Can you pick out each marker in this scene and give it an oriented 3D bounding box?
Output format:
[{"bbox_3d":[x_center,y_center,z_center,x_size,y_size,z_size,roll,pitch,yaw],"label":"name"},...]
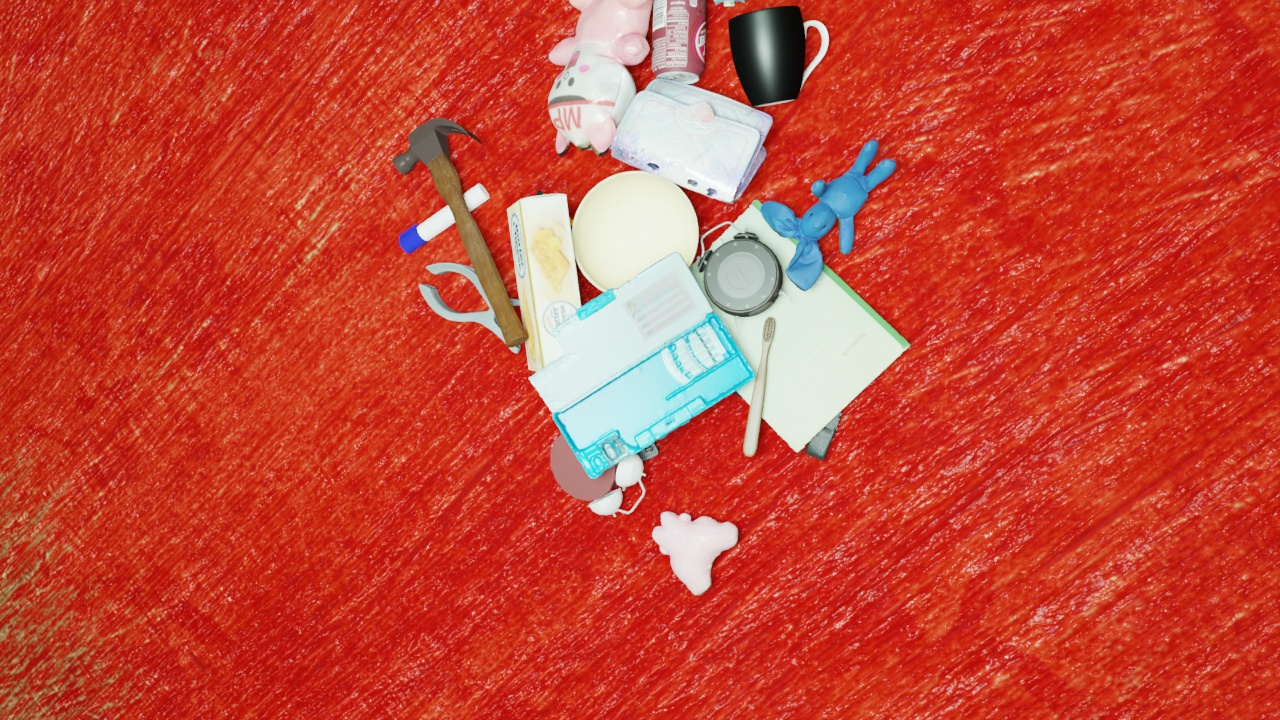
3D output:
[{"bbox_3d":[-0.258,-0.186,1.200,0.133,0.023,0.027,-32,62,13],"label":"marker"}]

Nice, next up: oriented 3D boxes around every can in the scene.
[{"bbox_3d":[0.046,-0.393,1.093,0.063,0.063,0.114,2,92,15],"label":"can"}]

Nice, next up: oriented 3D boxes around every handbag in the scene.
[{"bbox_3d":[0.061,-0.255,1.058,0.158,0.069,0.126,24,55,11],"label":"handbag"}]

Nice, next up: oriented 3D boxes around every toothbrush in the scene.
[{"bbox_3d":[0.140,0.031,1.077,0.016,0.016,0.167,9,89,15],"label":"toothbrush"}]

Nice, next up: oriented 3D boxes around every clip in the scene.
[{"bbox_3d":[-0.218,-0.061,1.193,0.163,0.028,0.107,22,99,14],"label":"clip"}]

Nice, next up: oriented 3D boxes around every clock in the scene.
[{"bbox_3d":[0.119,-0.101,1.077,0.091,0.043,0.122,-30,78,11],"label":"clock"},{"bbox_3d":[-0.053,0.130,1.131,0.137,0.048,0.096,41,117,14],"label":"clock"}]

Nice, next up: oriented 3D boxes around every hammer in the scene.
[{"bbox_3d":[0.088,0.016,1.120,0.325,0.015,0.095,22,96,14],"label":"hammer"},{"bbox_3d":[-0.213,-0.163,1.150,0.115,0.033,0.322,-30,74,16],"label":"hammer"}]

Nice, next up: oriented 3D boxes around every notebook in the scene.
[{"bbox_3d":[0.162,-0.043,1.090,0.182,0.010,0.252,-45,77,8],"label":"notebook"}]

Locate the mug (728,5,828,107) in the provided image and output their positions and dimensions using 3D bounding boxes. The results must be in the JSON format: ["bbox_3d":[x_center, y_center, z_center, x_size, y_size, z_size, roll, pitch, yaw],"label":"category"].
[{"bbox_3d":[0.165,-0.351,1.063,0.118,0.085,0.100,-13,102,-15],"label":"mug"}]

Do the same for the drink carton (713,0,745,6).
[{"bbox_3d":[0.106,-0.487,1.087,0.044,0.038,0.129,2,92,15],"label":"drink carton"}]

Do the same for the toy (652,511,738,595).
[{"bbox_3d":[0.060,0.223,1.113,0.096,0.052,0.099,31,100,14],"label":"toy"}]

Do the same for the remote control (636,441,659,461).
[{"bbox_3d":[-0.026,0.057,1.148,0.047,0.022,0.150,-25,87,14],"label":"remote control"}]

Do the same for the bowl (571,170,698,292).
[{"bbox_3d":[-0.001,-0.146,1.104,0.151,0.075,0.150,0,90,10],"label":"bowl"}]

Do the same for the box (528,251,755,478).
[{"bbox_3d":[-0.007,0.006,1.067,0.227,0.056,0.185,-32,97,-1],"label":"box"}]

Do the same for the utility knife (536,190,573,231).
[{"bbox_3d":[-0.078,-0.156,1.159,0.163,0.017,0.030,41,110,7],"label":"utility knife"}]

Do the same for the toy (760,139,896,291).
[{"bbox_3d":[0.213,-0.178,1.053,0.113,0.071,0.176,45,105,7],"label":"toy"}]

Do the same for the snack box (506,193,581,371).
[{"bbox_3d":[-0.113,-0.091,1.110,0.057,0.104,0.208,-9,95,-16],"label":"snack box"}]

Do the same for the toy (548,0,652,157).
[{"bbox_3d":[-0.048,-0.349,1.102,0.142,0.084,0.213,16,94,43],"label":"toy"}]
